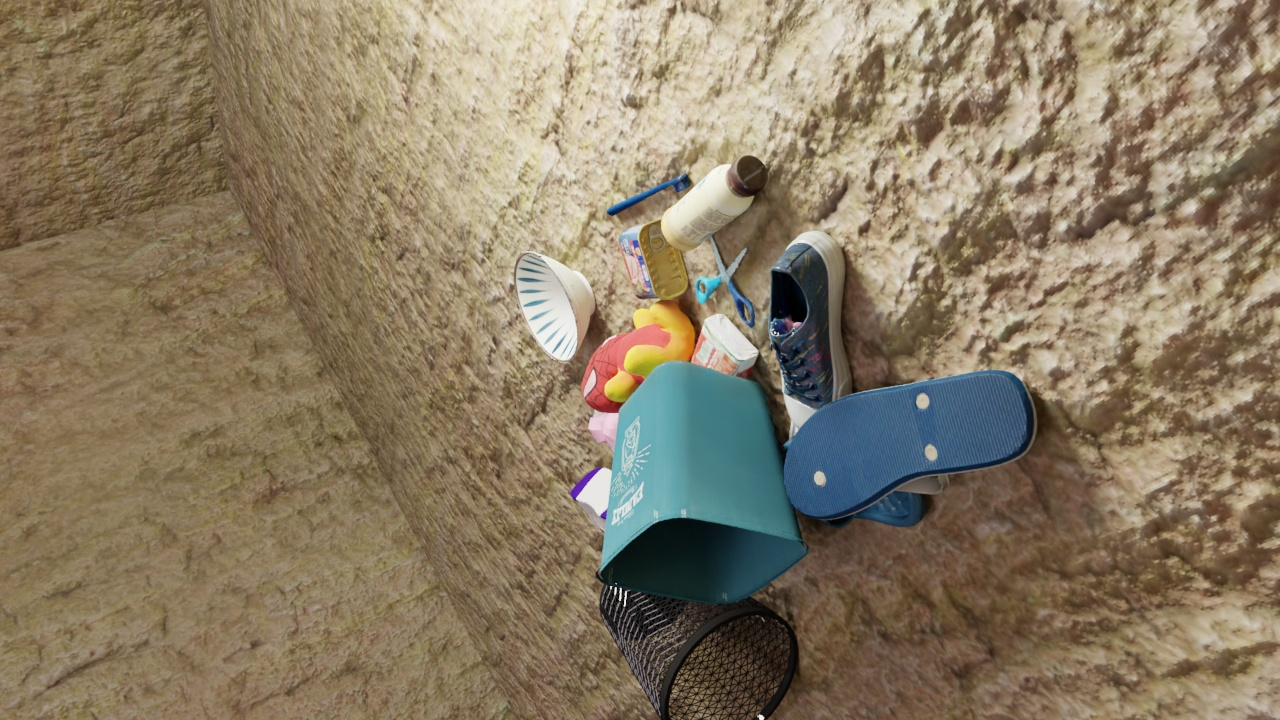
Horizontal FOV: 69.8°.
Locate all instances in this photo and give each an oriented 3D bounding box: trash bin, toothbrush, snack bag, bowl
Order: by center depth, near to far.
[{"bbox_3d":[0.064,0.139,1.071,0.197,0.199,0.218,-50,32,45],"label":"trash bin"},{"bbox_3d":[0.100,0.006,1.143,0.077,0.036,0.116,49,147,26],"label":"snack bag"},{"bbox_3d":[0.008,-0.205,1.159,0.190,0.016,0.017,-7,112,60],"label":"toothbrush"},{"bbox_3d":[0.066,0.397,1.337,0.243,0.216,0.217,32,138,55],"label":"trash bin"},{"bbox_3d":[-0.118,-0.091,1.398,0.177,0.070,0.178,39,142,39],"label":"bowl"}]

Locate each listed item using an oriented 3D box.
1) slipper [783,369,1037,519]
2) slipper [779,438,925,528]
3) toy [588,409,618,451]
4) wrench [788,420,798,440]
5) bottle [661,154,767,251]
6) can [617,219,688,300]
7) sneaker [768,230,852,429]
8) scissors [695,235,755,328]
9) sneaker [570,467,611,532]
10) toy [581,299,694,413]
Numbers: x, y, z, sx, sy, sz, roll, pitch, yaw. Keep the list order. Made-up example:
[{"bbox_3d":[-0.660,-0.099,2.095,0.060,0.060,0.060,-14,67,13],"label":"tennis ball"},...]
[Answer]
[{"bbox_3d":[0.259,0.080,0.904,0.296,0.060,0.118,-26,72,48],"label":"slipper"},{"bbox_3d":[0.220,0.138,1.020,0.214,0.059,0.104,0,111,55],"label":"slipper"},{"bbox_3d":[-0.023,0.123,1.409,0.158,0.067,0.123,-11,104,65],"label":"toy"},{"bbox_3d":[0.185,0.143,1.134,0.047,0.009,0.274,40,142,38],"label":"wrench"},{"bbox_3d":[0.082,-0.175,1.016,0.056,0.056,0.162,64,151,3],"label":"bottle"},{"bbox_3d":[0.015,-0.127,1.168,0.059,0.053,0.100,7,117,60],"label":"can"},{"bbox_3d":[0.166,-0.016,0.966,0.087,0.079,0.236,23,130,44],"label":"sneaker"},{"bbox_3d":[0.104,-0.092,1.090,0.133,0.014,0.128,60,147,19],"label":"scissors"},{"bbox_3d":[-0.010,0.229,1.336,0.111,0.091,0.245,55,158,-18],"label":"sneaker"},{"bbox_3d":[-0.007,0.007,1.241,0.099,0.147,0.217,40,150,-7],"label":"toy"}]
